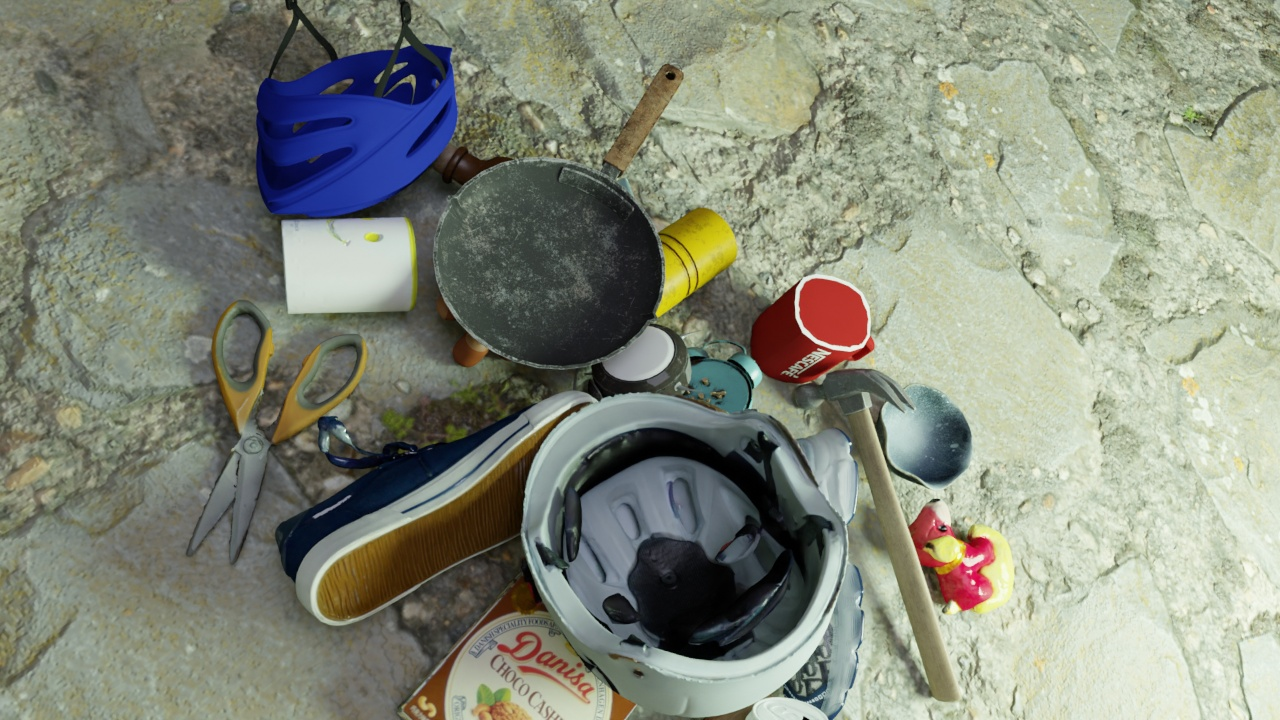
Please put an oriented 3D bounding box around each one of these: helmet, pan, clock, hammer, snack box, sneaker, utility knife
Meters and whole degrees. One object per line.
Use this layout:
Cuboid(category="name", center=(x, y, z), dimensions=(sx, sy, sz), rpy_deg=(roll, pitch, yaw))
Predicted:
Cuboid(category="helmet", center=(0.028, 0.160, 0.740), dimensions=(0.236, 0.164, 0.264), rpy_deg=(-29, 53, -23))
Cuboid(category="pan", center=(-0.045, -0.144, 0.840), dimensions=(0.207, 0.040, 0.356), rpy_deg=(31, 65, -2))
Cuboid(category="clock", center=(0.066, 0.032, 0.871), dimensions=(0.090, 0.053, 0.124), rpy_deg=(9, 54, 19))
Cuboid(category="clock", center=(-0.005, 0.005, 0.844), dimensions=(0.123, 0.044, 0.091), rpy_deg=(-4, 48, 9))
Cuboid(category="hammer", center=(0.003, 0.354, 0.728), dimensions=(0.300, 0.037, 0.158), rpy_deg=(-23, 107, -34))
Cuboid(category="snack box", center=(-0.092, 0.272, 0.740), dimensions=(0.143, 0.041, 0.146), rpy_deg=(44, 62, 0))
Cuboid(category="sneaker", center=(-0.167, 0.092, 0.766), dimensions=(0.293, 0.121, 0.127), rpy_deg=(-28, 41, -31))
Cuboid(category="helmet", center=(-0.252, -0.247, 0.783), dimensions=(0.148, 0.228, 0.240), rpy_deg=(16, 45, 22))
Cuboid(category="sneaker", center=(0.126, 0.189, 0.838), dimensions=(0.132, 0.103, 0.269), rpy_deg=(4, 67, -4))
Cuboid(category="utility knife", center=(-0.004, -0.136, 0.902), dimensions=(0.022, 0.015, 0.158), rpy_deg=(-24, 41, 2))
Cuboid(category="hammer", center=(0.244, 0.166, 0.888), dimensions=(0.030, 0.120, 0.331), rpy_deg=(-10, 82, -40))

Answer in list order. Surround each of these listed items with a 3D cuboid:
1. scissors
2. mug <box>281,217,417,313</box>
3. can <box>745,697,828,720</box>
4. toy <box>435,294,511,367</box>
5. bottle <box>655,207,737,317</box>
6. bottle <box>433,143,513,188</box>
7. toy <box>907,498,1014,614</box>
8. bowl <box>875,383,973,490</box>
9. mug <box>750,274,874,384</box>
Cuboid(category="scissors", center=(-0.323, 0.049, 0.753), dimensions=(0.166, 0.016, 0.224), rpy_deg=(31, 63, -7))
Cuboid(category="mug", center=(-0.252, -0.082, 0.794), dimensions=(0.106, 0.083, 0.082), rpy_deg=(-3, 71, -21))
Cuboid(category="can", center=(0.114, 0.349, 0.746), dimensions=(0.071, 0.072, 0.128), rpy_deg=(4, 97, -20))
Cuboid(category="toy", center=(-0.148, -0.061, 0.846), dimensions=(0.094, 0.065, 0.127), rpy_deg=(-4, 63, -30))
Cuboid(category="bottle", center=(0.015, -0.084, 0.903), dimensions=(0.163, 0.071, 0.071), rpy_deg=(-36, 86, -28))
Cuboid(category="bottle", center=(-0.124, -0.154, 0.879), dimensions=(0.157, 0.068, 0.067), rpy_deg=(31, 62, -7))
Cuboid(category="toy", center=(0.319, 0.204, 0.918), dimensions=(0.137, 0.067, 0.105), rpy_deg=(32, 64, -20))
Cuboid(category="bowl", center=(0.283, 0.083, 0.948), dimensions=(0.110, 0.055, 0.110), rpy_deg=(7, 68, -18))
Cuboid(category="mug", center=(0.185, -0.027, 0.929), dimensions=(0.116, 0.097, 0.080), rpy_deg=(12, 66, -16))
